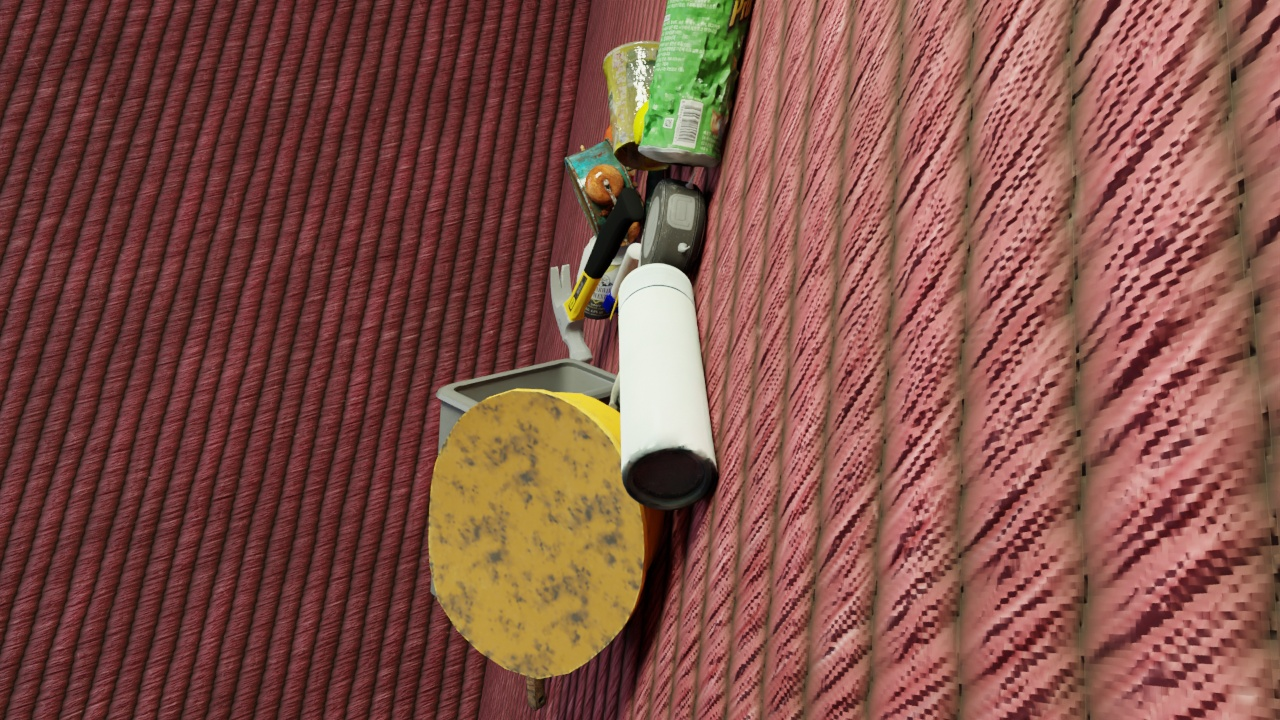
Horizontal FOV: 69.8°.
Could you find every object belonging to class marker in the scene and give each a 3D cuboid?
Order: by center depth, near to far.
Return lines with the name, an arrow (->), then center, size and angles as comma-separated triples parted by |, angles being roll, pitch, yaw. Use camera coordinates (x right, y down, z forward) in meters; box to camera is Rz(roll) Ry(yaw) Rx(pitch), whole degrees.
marker -> -0.021, -0.101, 1.151 | 0.023, 0.027, 0.133 | 57, 155, 15

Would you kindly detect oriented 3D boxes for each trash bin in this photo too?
trash bin -> -0.113, 0.127, 0.933 | 0.098, 0.191, 0.220 | 21, 112, 36

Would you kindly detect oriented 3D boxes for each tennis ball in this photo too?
tennis ball -> 0.026, -0.226, 0.895 | 0.065, 0.065, 0.065 | -171, 91, -80

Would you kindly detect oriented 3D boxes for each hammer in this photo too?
hammer -> 0.016, -0.213, 1.045 | 0.130, 0.032, 0.318 | 113, 163, -52
hammer -> -0.056, -0.109, 1.112 | 0.127, 0.029, 0.324 | 68, 156, 16

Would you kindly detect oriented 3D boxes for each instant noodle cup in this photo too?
instant noodle cup -> 0.007, -0.265, 0.974 | 0.102, 0.102, 0.108 | 129, 145, -71

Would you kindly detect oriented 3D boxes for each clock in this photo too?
clock -> 0.030, -0.113, 0.824 | 0.123, 0.043, 0.091 | 130, 148, -71
clock -> -0.035, -0.204, 1.130 | 0.157, 0.073, 0.121 | -118, 5, -56

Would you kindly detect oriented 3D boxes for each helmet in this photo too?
helmet -> -0.061, 0.127, 0.780 | 0.131, 0.205, 0.256 | -26, -36, -57

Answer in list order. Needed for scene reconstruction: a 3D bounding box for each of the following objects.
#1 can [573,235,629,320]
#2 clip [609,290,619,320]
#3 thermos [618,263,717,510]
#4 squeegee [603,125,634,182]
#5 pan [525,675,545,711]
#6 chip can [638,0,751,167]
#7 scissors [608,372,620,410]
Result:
can -> -0.050, -0.114, 1.225 | 0.128, 0.064, 0.064 | 111, 165, -49
clip -> -0.020, -0.072, 1.121 | 0.054, 0.046, 0.048 | 110, 142, -51
thermos -> 0.016, 0.011, 0.710 | 0.229, 0.068, 0.068 | -94, 17, -52
squeegee -> -0.022, -0.288, 1.232 | 0.249, 0.055, 0.185 | -42, -50, -75
pan -> -0.152, 0.320, 1.254 | 0.040, 0.207, 0.357 | 3, 104, 39
chip can -> 0.053, -0.276, 0.770 | 0.075, 0.075, 0.223 | -132, 53, -78
scissors -> -0.005, 0.008, 0.897 | 0.179, 0.015, 0.199 | -26, -58, -78
